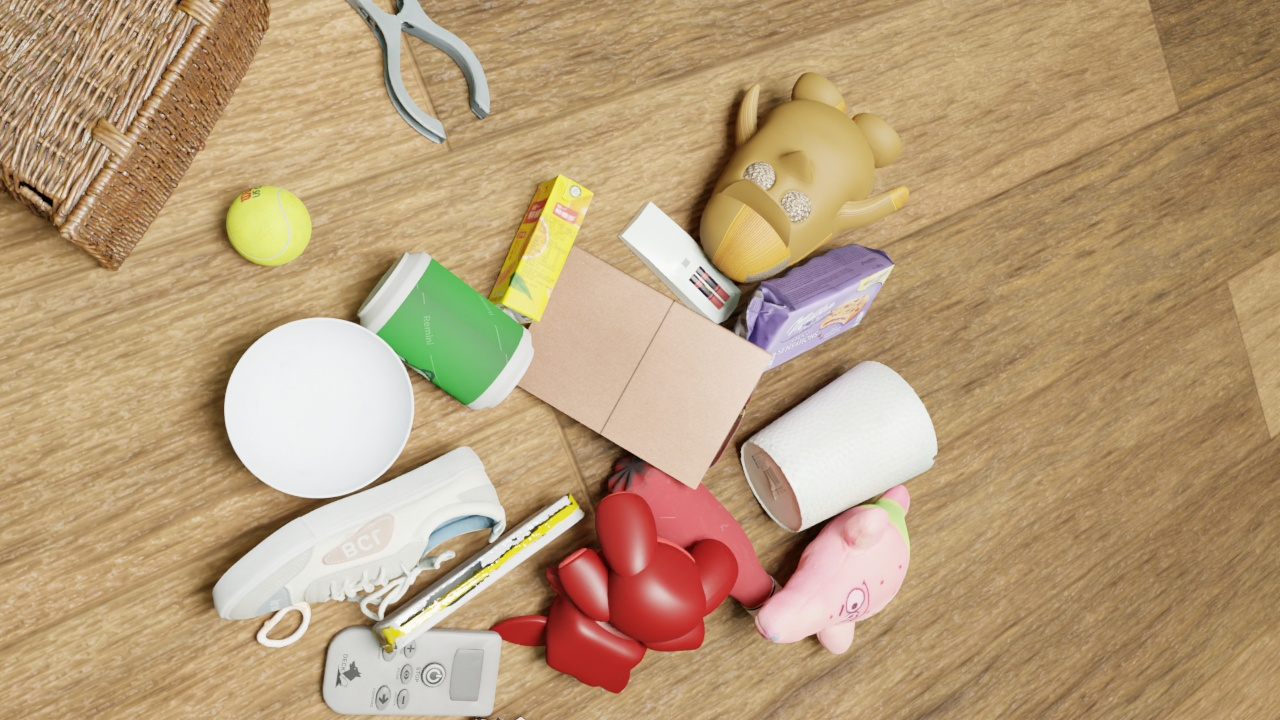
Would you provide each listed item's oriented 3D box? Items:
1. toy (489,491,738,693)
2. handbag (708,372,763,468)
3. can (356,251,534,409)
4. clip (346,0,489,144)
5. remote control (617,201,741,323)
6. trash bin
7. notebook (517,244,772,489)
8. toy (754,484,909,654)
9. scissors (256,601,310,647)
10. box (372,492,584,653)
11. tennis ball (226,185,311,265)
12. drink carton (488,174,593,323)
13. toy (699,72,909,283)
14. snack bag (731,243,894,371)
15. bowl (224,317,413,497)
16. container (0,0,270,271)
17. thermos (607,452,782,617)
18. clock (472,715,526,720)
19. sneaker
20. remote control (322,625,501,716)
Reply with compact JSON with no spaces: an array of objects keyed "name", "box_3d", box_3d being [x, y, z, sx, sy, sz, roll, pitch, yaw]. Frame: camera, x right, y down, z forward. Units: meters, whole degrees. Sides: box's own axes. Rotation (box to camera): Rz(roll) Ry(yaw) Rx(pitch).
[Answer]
[{"name":"toy","box_3d":[-0.021,0.225,0.847,0.158,0.120,0.198,32,120,-23]},{"name":"handbag","box_3d":[0.087,0.055,0.956,0.055,0.029,0.119,20,86,-21]},{"name":"can","box_3d":[-0.169,-0.025,0.805,0.140,0.088,0.087,38,74,-19]},{"name":"clip","box_3d":[-0.186,-0.293,0.835,0.127,0.028,0.167,-34,104,-23]},{"name":"remote control","box_3d":[0.045,-0.096,0.937,0.143,0.024,0.049,44,73,-18]},{"name":"trash bin","box_3d":[0.199,0.094,0.953,0.161,0.133,0.133,-27,100,-18]},{"name":"notebook","box_3d":[-0.005,0.005,0.845,0.209,0.008,0.141,30,95,8]},{"name":"toy","box_3d":[0.203,0.220,0.935,0.236,0.097,0.192,-25,133,-39]},{"name":"scissors","box_3d":[-0.281,0.196,0.791,0.133,0.012,0.097,-16,93,-25]},{"name":"box","box_3d":[-0.142,0.186,0.816,0.209,0.064,0.033,-34,89,-29]},{"name":"tennis ball","box_3d":[-0.306,-0.111,0.756,0.065,0.065,0.065,0,89,-24]},{"name":"drink carton","box_3d":[-0.093,-0.103,0.856,0.043,0.059,0.134,26,78,-24]},{"name":"toy","box_3d":[0.142,-0.170,0.916,0.198,0.163,0.203,40,80,11]},{"name":"snack bag","box_3d":[0.169,-0.058,0.939,0.204,0.097,0.058,-23,60,-37]},{"name":"bowl","box_3d":[-0.269,0.038,0.766,0.143,0.074,0.144,0,89,-24]},{"name":"container","box_3d":[-0.412,-0.224,0.663,0.183,0.162,0.249,29,78,-16]},{"name":"thermos","box_3d":[0.067,0.181,0.917,0.240,0.073,0.073,47,72,-22]},{"name":"clock","box_3d":[-0.146,0.389,0.821,0.154,0.065,0.114,-34,103,-20]},{"name":"sneaker","box_3d":[-0.222,0.162,0.761,0.241,0.090,0.090,-26,72,-30]},{"name":"remote control","box_3d":[-0.202,0.277,0.816,0.151,0.019,0.074,8,86,-19]}]
